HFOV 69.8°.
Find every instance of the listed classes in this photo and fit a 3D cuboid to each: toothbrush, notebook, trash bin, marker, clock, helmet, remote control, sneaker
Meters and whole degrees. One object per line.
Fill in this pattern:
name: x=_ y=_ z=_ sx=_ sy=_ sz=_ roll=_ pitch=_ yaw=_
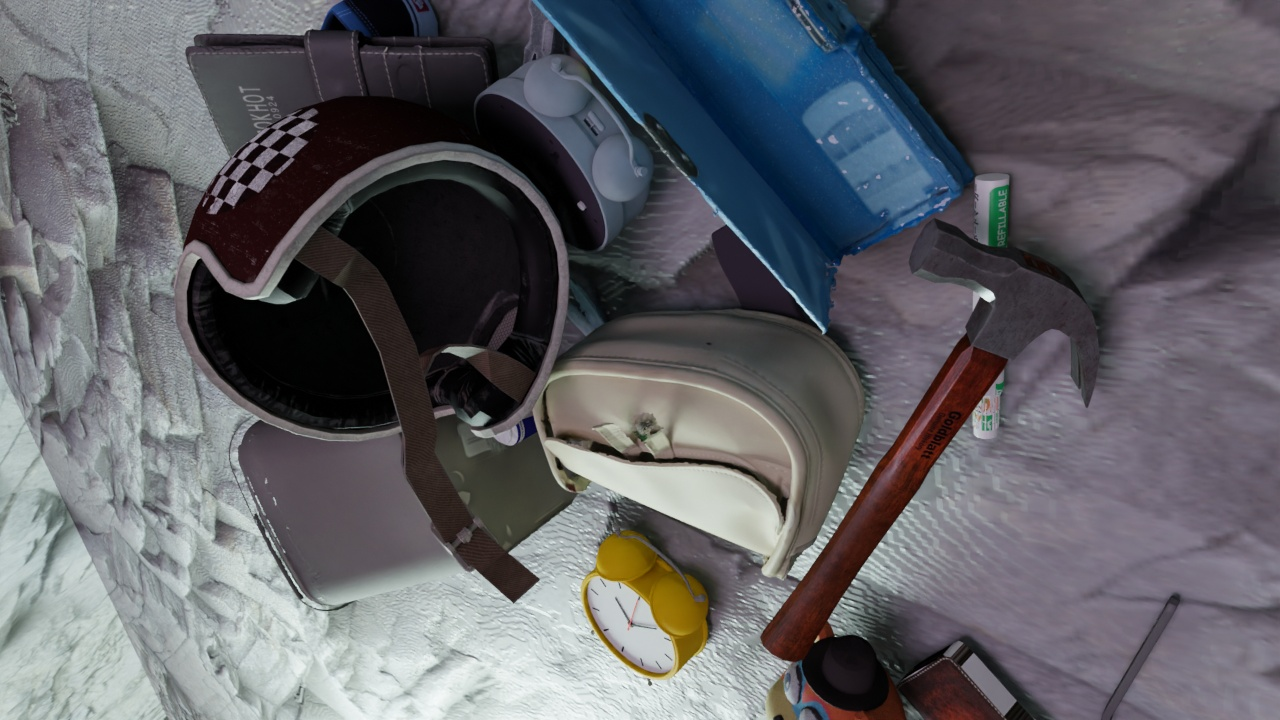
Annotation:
toothbrush: x=0.277 y=0.196 z=0.531 sx=0.013 sy=0.012 sz=0.168 roll=28 pitch=130 yaw=29
notebook: x=-0.199 y=-0.158 z=0.663 sx=0.209 sy=0.029 sz=0.170 roll=1 pitch=137 yaw=3
trash bin: x=-0.194 y=0.093 z=0.794 sx=0.221 sy=0.196 sz=0.197 roll=-15 pitch=102 yaw=41
marker: x=0.184 y=-0.025 z=0.485 sx=0.017 sy=0.017 sz=0.146 roll=12 pitch=121 yaw=39
clock: x=-0.046 y=-0.132 z=0.579 sx=0.122 sy=0.045 sz=0.159 roll=50 pitch=160 yaw=-10
helmet: x=-0.158 y=-0.039 z=0.580 sx=0.254 sy=0.233 sz=0.233 roll=24 pitch=169 yaw=47
remote control: x=0.084 y=-0.031 z=0.581 sx=0.047 sy=0.009 sz=0.124 roll=-10 pitch=109 yaw=44
sneaker: x=-0.244 y=-0.192 z=0.731 sx=0.083 sy=0.098 sz=0.242 roll=51 pitch=138 yaw=10
clock: x=0.003 y=0.205 z=0.768 sx=0.113 sy=0.051 sz=0.152 roll=36 pitch=137 yaw=23

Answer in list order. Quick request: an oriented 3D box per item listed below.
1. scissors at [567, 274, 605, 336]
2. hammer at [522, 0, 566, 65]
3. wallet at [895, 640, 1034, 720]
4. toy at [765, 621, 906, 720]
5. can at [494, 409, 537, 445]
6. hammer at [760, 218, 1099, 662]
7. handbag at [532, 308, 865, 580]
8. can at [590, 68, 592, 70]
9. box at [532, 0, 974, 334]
scissors: x=-0.018 y=0.014 z=0.702 sx=0.179 sy=0.016 sz=0.109 roll=43 pitch=136 yaw=15
hammer: x=-0.164 y=-0.317 z=0.635 sx=0.317 sy=0.028 sz=0.147 roll=34 pitch=133 yaw=24
wallet: x=0.227 y=0.244 z=0.589 sx=0.123 sy=0.019 sz=0.072 roll=49 pitch=146 yaw=17
toy: x=0.137 y=0.253 z=0.638 sx=0.112 sy=0.096 sz=0.176 roll=-112 pitch=28 yaw=-52
can: x=-0.073 y=0.033 z=0.704 sx=0.032 sy=0.095 sz=0.032 roll=22 pitch=125 yaw=34
hammer: x=0.141 y=0.071 z=0.514 sx=0.111 sy=0.028 sz=0.301 roll=20 pitch=124 yaw=-4
handbag: x=0.014 y=0.061 z=0.604 sx=0.229 sy=0.131 sz=0.184 roll=21 pitch=131 yaw=34
can: x=-0.004 y=-0.218 z=0.512 sx=0.068 sy=0.067 sz=0.105 roll=9 pitch=119 yaw=40
box: x=0.047 y=-0.129 z=0.437 sx=0.231 sy=0.109 sz=0.094 roll=47 pitch=136 yaw=-15
